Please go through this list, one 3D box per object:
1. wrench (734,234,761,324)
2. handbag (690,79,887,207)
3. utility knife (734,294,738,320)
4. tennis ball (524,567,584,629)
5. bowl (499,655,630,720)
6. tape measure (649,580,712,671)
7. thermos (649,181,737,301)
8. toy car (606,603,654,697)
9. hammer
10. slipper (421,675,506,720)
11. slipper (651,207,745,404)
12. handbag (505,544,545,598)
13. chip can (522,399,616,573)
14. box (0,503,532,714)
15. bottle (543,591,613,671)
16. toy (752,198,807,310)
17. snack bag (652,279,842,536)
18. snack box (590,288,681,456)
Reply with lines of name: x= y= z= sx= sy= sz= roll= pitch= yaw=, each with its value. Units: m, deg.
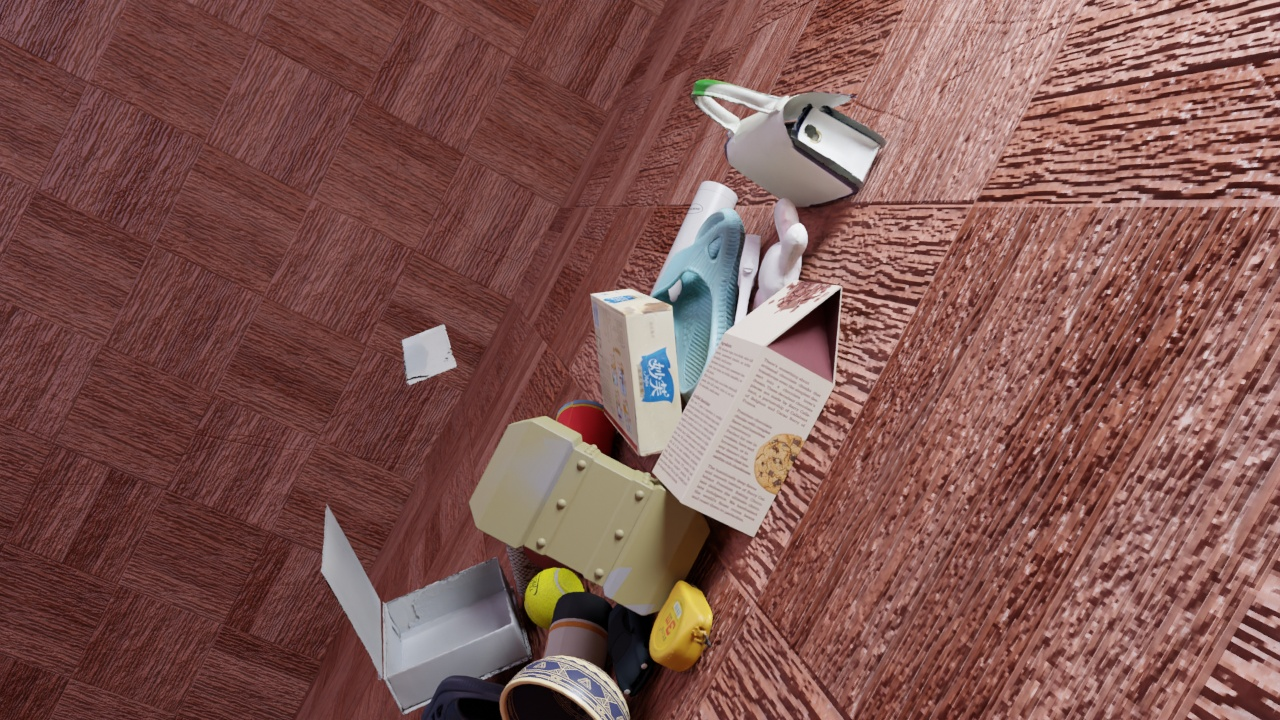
wrench: x=0.092 y=-0.009 z=0.890 sx=0.066 sy=0.018 sz=0.272 roll=88 pitch=-168 yaw=-60
handbag: x=0.130 y=-0.226 z=0.878 sx=0.074 sy=0.176 sz=0.151 roll=-62 pitch=14 yaw=-5
utility knife: x=0.099 y=-0.093 z=1.062 sx=0.031 sy=0.015 sz=0.206 roll=-59 pitch=15 yaw=24
tennis ball: x=-0.093 y=0.260 z=1.001 sx=0.065 sy=0.065 sz=0.065 roll=-55 pitch=17 yaw=26
bowl: x=-0.054 y=0.289 z=0.766 sx=0.113 sy=0.112 sz=0.061 roll=-50 pitch=-4 yaw=40
tape measure: x=0.033 y=0.216 z=0.728 sx=0.059 sy=0.030 sz=0.068 roll=-61 pitch=13 yaw=6
thermos: x=0.057 y=-0.120 z=1.171 sx=0.224 sy=0.052 sz=0.052 roll=-66 pitch=15 yaw=-10
toy car: x=-0.010 y=0.246 z=0.811 sx=0.046 sy=0.034 sz=0.112 roll=-59 pitch=16 yaw=14
hammer: x=-0.038 y=0.133 z=0.915 sx=0.100 sy=0.190 sz=0.325 roll=-63 pitch=-2 yaw=0
slipper: x=-0.182 y=0.402 z=0.982 sx=0.269 sy=0.110 sz=0.083 roll=-48 pitch=23 yaw=52
slipper: x=0.062 y=-0.071 z=1.010 sx=0.116 sy=0.069 sz=0.275 roll=-46 pitch=29 yaw=46
handbag: x=-0.142 y=0.193 z=1.142 sx=0.123 sy=0.047 sz=0.186 roll=-79 pitch=-13 yaw=-54
chip can: x=-0.081 y=0.148 z=1.112 sx=0.087 sy=0.087 sz=0.212 roll=-52 pitch=18 yaw=35
box: x=-0.406 y=0.298 z=1.072 sx=0.234 sy=0.528 sz=0.167 roll=-64 pitch=22 yaw=9
bottle: x=-0.067 y=0.307 z=0.849 sx=0.059 sy=0.059 sz=0.181 roll=-49 pitch=21 yaw=41
toy: x=0.135 y=-0.089 z=0.886 sx=0.075 sy=0.037 sz=0.126 roll=-88 pitch=7 yaw=-51
snack bag: x=0.097 y=0.027 z=0.760 sx=0.206 sy=0.070 sz=0.094 roll=-62 pitch=15 yaw=1
snack box: x=-0.006 y=0.006 z=1.025 sx=0.207 sy=0.055 sz=0.153 roll=-143 pitch=46 yaw=-74
